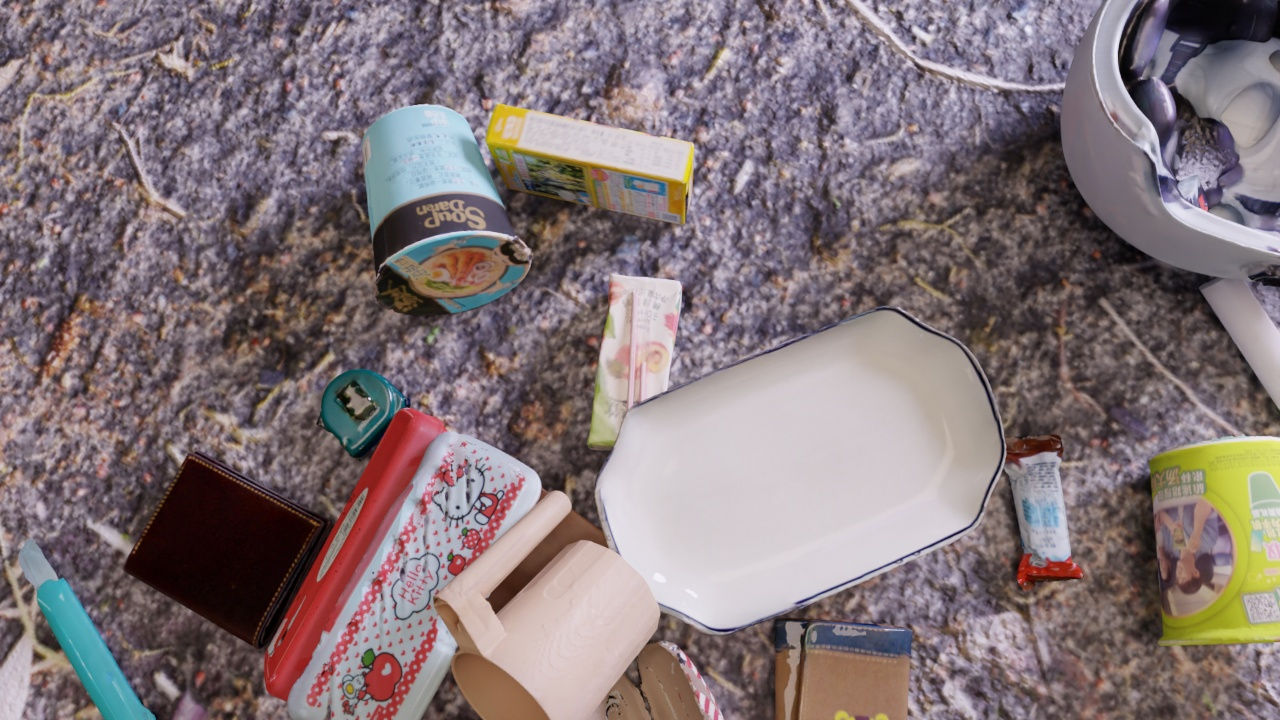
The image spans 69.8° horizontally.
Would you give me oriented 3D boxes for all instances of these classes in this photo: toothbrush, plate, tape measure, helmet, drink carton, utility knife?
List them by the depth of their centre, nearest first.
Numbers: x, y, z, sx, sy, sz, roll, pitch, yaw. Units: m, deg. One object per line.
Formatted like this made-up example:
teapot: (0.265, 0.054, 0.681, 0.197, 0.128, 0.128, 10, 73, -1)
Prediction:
plate: (0.103, 0.070, 0.599, 0.265, 0.034, 0.162, -23, 91, -3)
helmet: (0.395, -0.150, 0.605, 0.258, 0.146, 0.229, 15, 81, -3)
toothbrush: (0.455, 0.038, 0.626, 0.027, 0.026, 0.221, -28, 79, 7)
utility knife: (-0.382, 0.201, 0.636, 0.029, 0.013, 0.185, -36, 81, -8)
drink carton: (-0.004, 0.004, 0.642, 0.053, 0.045, 0.122, 7, 80, 3)
tape measure: (-0.200, 0.034, 0.655, 0.054, 0.025, 0.058, 43, 83, 8)

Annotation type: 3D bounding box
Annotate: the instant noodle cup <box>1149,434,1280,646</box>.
instant noodle cup: (0.378, 0.114, 0.579, 0.112, 0.112, 0.123, -2, 72, 2)

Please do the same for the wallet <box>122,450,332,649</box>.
wallet: (-0.288, 0.129, 0.637, 0.122, 0.020, 0.096, 24, 79, 14)

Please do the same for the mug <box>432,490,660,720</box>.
mug: (-0.057, 0.155, 0.550, 0.103, 0.084, 0.125, -42, 115, -40)

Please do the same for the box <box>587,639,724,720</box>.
box: (0.017, 0.266, 0.575, 0.086, 0.076, 0.162, -20, 80, -33)

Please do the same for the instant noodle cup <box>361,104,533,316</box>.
instant noodle cup: (-0.144, -0.109, 0.645, 0.111, 0.111, 0.120, -17, 70, -1)

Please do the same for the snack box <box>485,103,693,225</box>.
snack box: (-0.033, -0.136, 0.649, 0.140, 0.087, 0.033, 11, 80, 5)

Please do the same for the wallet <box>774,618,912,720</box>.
wallet: (0.131, 0.230, 0.602, 0.090, 0.033, 0.115, 4, 83, 2)

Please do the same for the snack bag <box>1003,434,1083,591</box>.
snack bag: (0.270, 0.102, 0.622, 0.045, 0.026, 0.105, -6, 78, 10)

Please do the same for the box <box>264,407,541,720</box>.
box: (-0.162, 0.134, 0.585, 0.158, 0.069, 0.201, 19, 78, 42)

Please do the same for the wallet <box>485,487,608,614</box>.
wallet: (-0.072, 0.145, 0.633, 0.115, 0.020, 0.101, 34, 84, 5)
